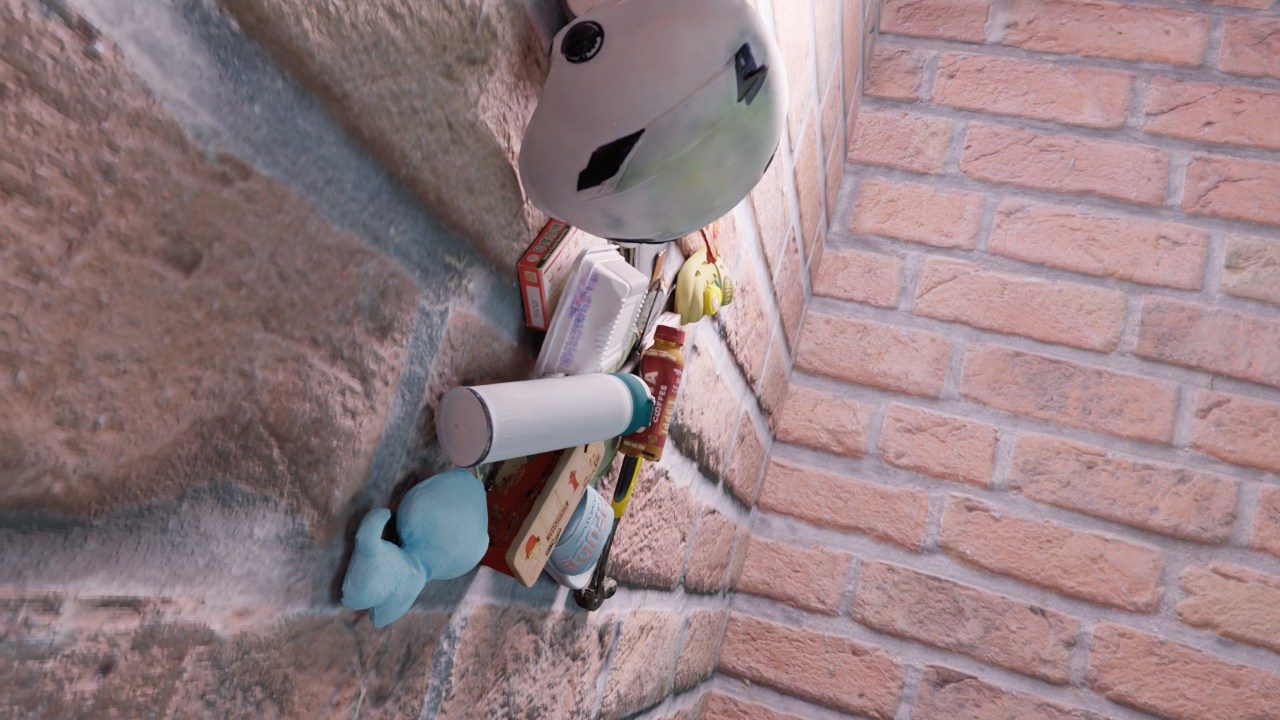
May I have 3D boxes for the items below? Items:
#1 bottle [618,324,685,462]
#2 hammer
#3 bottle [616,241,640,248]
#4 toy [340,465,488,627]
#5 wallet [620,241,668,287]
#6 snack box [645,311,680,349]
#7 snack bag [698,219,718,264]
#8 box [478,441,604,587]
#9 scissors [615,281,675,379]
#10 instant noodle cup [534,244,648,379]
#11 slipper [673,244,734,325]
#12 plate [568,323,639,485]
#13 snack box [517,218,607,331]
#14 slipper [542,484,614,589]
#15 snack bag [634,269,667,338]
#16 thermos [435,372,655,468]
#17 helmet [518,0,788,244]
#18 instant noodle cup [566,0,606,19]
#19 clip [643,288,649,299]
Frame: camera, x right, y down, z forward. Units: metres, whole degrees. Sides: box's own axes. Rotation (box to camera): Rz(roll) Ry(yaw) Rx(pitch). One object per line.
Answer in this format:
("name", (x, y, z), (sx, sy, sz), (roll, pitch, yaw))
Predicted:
("bottle", (0.019, 0.042, 1.192), (0.057, 0.057, 0.175), (21, 82, -74))
("hammer", (-0.027, 0.193, 1.259), (0.126, 0.032, 0.323), (-10, 117, -72))
("bottle", (-0.012, -0.211, 0.995), (0.206, 0.060, 0.059), (90, 20, -47))
("toy", (-0.173, 0.144, 0.742), (0.156, 0.050, 0.161), (-61, 151, -24))
("wallet", (0.011, -0.143, 1.163), (0.129, 0.037, 0.107), (-57, 153, -50))
("snack box", (0.019, -0.005, 1.312), (0.156, 0.027, 0.085), (-47, 146, -60))
("snack bag", (0.076, -0.227, 1.247), (0.208, 0.073, 0.128), (55, 22, -68))
("box", (-0.110, 0.127, 0.916), (0.168, 0.078, 0.091), (-61, 159, -27))
("scissors", (-0.007, 0.007, 1.051), (0.221, 0.022, 0.229), (104, 13, -59))
("instant noodle cup", (-0.042, -0.045, 0.946), (0.173, 0.060, 0.138), (-34, 146, -76))
("slipper", (0.107, -0.121, 1.427), (0.190, 0.082, 0.092), (-58, 153, -55))
("plate", (-0.045, 0.049, 1.137), (0.230, 0.027, 0.230), (13, 89, -73))
("snack box", (-0.074, -0.107, 0.917), (0.155, 0.027, 0.077), (-61, 158, -43))
("slipper", (-0.073, 0.208, 1.083), (0.246, 0.074, 0.103), (80, 28, -56))
("snack bag", (0.014, -0.069, 1.220), (0.048, 0.026, 0.104), (-70, -178, -62))
("thermos", (-0.077, 0.047, 0.829), (0.223, 0.073, 0.073), (-5, 109, -51))
("helmet", (0.032, -0.200, 0.809), (0.258, 0.146, 0.229), (-44, 146, -6))
("instant noodle cup", (-0.016, -0.315, 0.849), (0.110, 0.099, 0.099), (39, 65, -65))
("clip", (0.012, -0.073, 1.259), (0.046, 0.014, 0.057), (-54, 151, -58))
